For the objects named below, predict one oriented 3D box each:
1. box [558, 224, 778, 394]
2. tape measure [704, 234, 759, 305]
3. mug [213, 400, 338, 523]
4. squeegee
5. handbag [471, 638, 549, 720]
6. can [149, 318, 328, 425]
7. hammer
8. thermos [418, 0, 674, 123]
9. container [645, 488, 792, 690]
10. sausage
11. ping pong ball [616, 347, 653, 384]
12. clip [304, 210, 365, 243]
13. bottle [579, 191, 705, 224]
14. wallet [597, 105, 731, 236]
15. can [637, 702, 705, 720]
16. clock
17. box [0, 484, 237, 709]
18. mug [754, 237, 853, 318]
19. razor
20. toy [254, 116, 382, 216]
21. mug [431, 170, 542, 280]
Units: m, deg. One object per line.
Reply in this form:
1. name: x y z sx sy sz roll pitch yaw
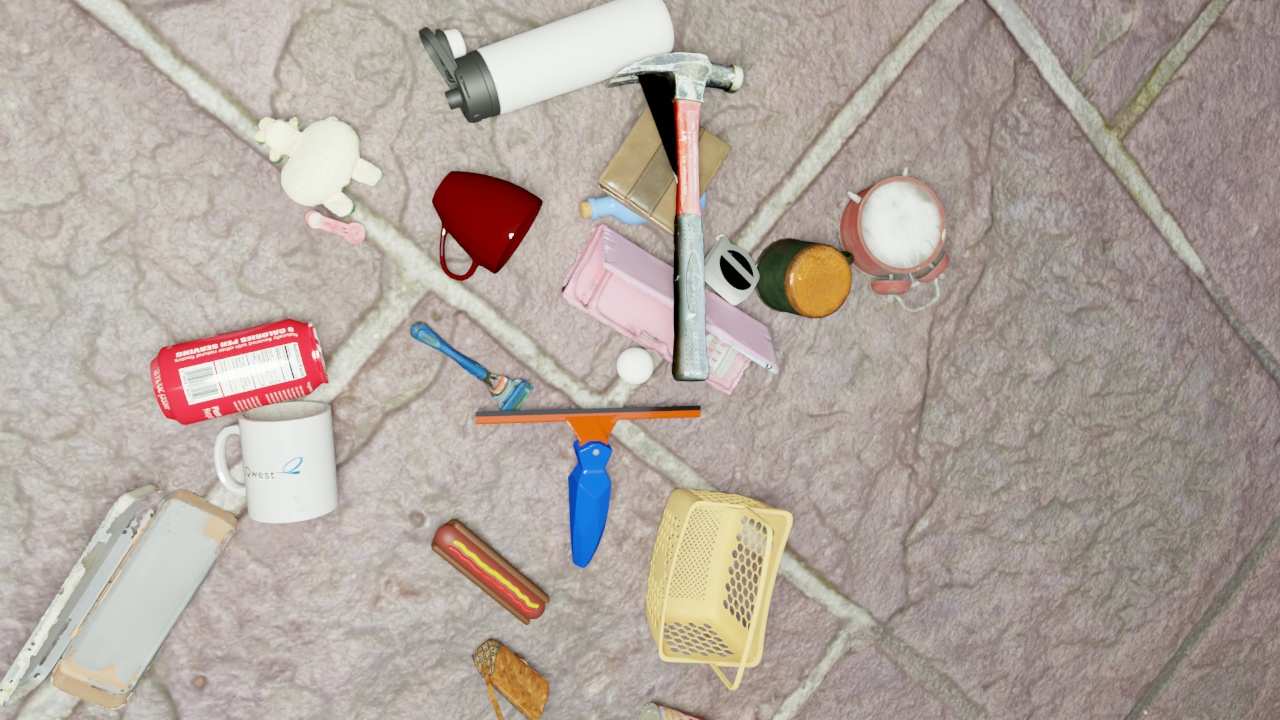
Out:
1. box: 0.040 -0.047 0.967 0.232 0.107 0.099 31 90 -21
2. tape measure: 0.099 -0.099 1.007 0.065 0.017 0.064 43 51 -13
3. mug: -0.354 0.095 0.882 0.120 0.083 0.096 1 101 9
4. squeegee: -0.056 0.143 1.000 0.249 0.055 0.185 -1 111 -19
5. handbag: -0.123 0.362 0.944 0.043 0.196 0.093 -39 112 -2
6. can: -0.371 0.009 0.855 0.142 0.074 0.074 -15 105 -16
7. hammer: 0.038 -0.142 0.900 0.140 0.036 0.326 1 84 -21
8. thermos: -0.088 -0.310 0.897 0.229 0.068 0.101 -23 94 -12
9. container: 0.087 0.243 1.007 0.129 0.167 0.183 9 98 -20
10. sausage: -0.161 0.228 0.988 0.040 0.040 0.155 -47 111 -5
11. ping pong ball: -0.006 0.006 0.996 0.040 0.040 0.040 -4 101 -18
12. clip: -0.293 -0.129 0.877 0.060 0.044 0.023 21 97 -8
13. bottle: 0.000 -0.168 0.960 0.131 0.048 0.048 -13 104 -16
14. wallet: 0.025 -0.197 0.933 0.098 0.027 0.121 32 73 -8
15. can: 0.057 0.458 1.092 0.124 0.067 0.066 26 91 -21
16. clock: 0.294 -0.132 1.056 0.109 0.062 0.157 -24 94 -13
17. box: -0.480 0.226 0.850 0.114 0.096 0.217 33 89 -25
18. mug: 0.193 -0.097 1.022 0.111 0.081 0.085 -25 107 -13
19. razor: -0.178 0.003 0.950 0.141 0.018 0.044 38 88 -18
20. toy: -0.300 -0.186 0.854 0.112 0.050 0.087 32 89 -18
21. mug: -0.164 -0.134 0.899 0.088 0.087 0.114 33 94 -4
